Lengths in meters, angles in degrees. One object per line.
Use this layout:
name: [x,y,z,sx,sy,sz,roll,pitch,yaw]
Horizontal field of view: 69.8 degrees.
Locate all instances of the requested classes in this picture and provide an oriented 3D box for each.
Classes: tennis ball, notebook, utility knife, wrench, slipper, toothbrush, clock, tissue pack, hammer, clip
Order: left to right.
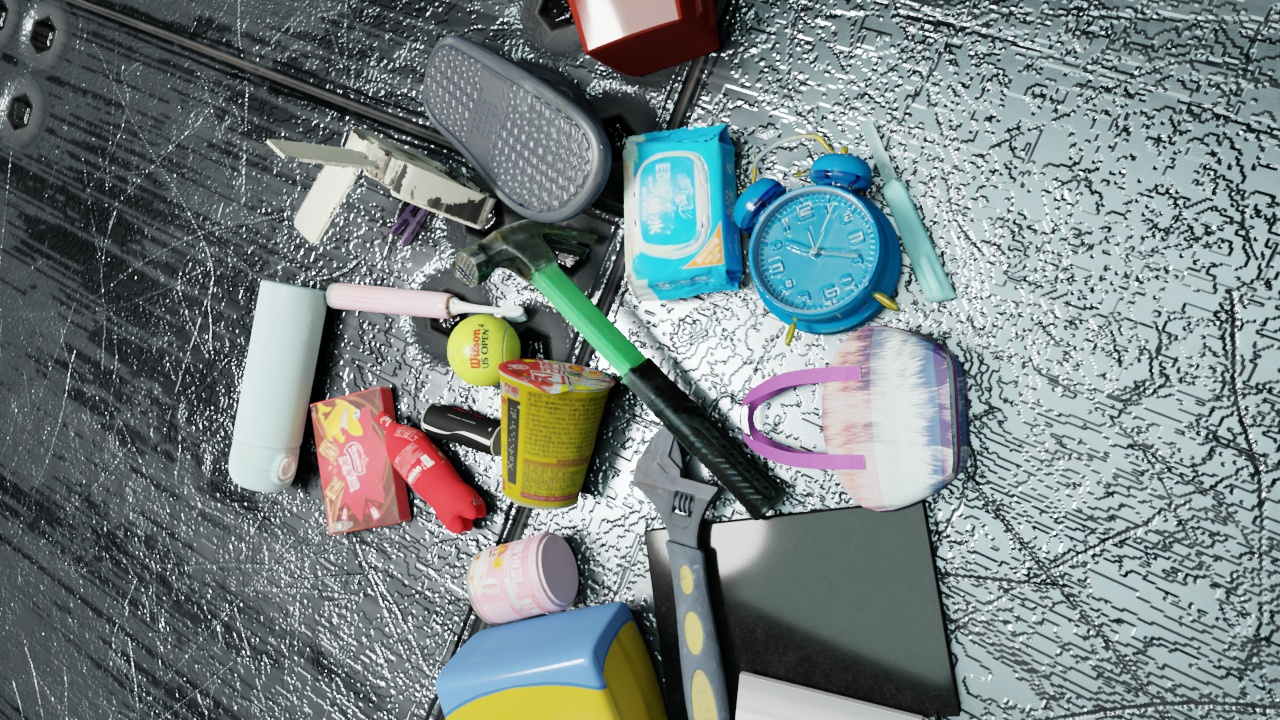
clip: [-0.222,-0.137,0.896,0.036,0.013,0.052,45,102,17]
toothbrush: [-0.206,-0.053,0.877,0.223,0.026,0.027,7,62,23]
tennis ball: [-0.141,-0.009,0.827,0.065,0.065,0.065,-1,87,23]
slipper: [-0.101,-0.207,0.818,0.268,0.083,0.111,41,122,36]
hammer: [-0.004,0.004,0.756,0.319,0.129,0.032,46,134,8]
tissue pack: [0.032,-0.124,0.759,0.093,0.061,0.144,-5,86,23]
wrench: [0.041,0.189,0.746,0.073,0.022,0.273,-11,81,21]
notebook: [0.122,0.208,0.732,0.232,0.019,0.169,-11,83,22]
clock: [0.134,-0.097,0.716,0.117,0.060,0.161,-21,79,21]
notebook: [0.137,0.359,0.711,0.143,0.009,0.210,7,97,22]
utility knife: [0.203,-0.117,0.711,0.022,0.015,0.158,-23,81,20]

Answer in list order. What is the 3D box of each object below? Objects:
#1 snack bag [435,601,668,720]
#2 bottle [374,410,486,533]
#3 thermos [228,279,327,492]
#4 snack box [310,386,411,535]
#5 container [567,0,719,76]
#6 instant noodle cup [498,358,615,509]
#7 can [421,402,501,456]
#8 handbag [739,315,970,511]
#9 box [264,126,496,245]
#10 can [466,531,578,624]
snack bag: [-0.056,0.322,0.768,0.159,0.102,0.205,-17,98,21]
bottle: [-0.201,0.101,0.857,0.141,0.042,0.042,46,105,15]
thermos: [-0.364,0.027,0.920,0.078,0.065,0.207,12,92,30]
snack box: [-0.276,0.099,0.903,0.089,0.021,0.133,-14,83,22]
container: [-0.006,-0.349,0.739,0.127,0.147,0.201,-11,93,21]
instant noodle cup: [-0.079,0.063,0.789,0.100,0.100,0.112,13,103,23]
can: [-0.162,0.063,0.851,0.080,0.031,0.031,15,94,23]
handbag: [0.158,0.043,0.705,0.170,0.068,0.144,-4,87,29]
box: [-0.237,-0.144,0.803,0.145,0.186,0.101,37,120,49]
can: [-0.102,0.190,0.801,0.076,0.067,0.067,-19,81,22]
